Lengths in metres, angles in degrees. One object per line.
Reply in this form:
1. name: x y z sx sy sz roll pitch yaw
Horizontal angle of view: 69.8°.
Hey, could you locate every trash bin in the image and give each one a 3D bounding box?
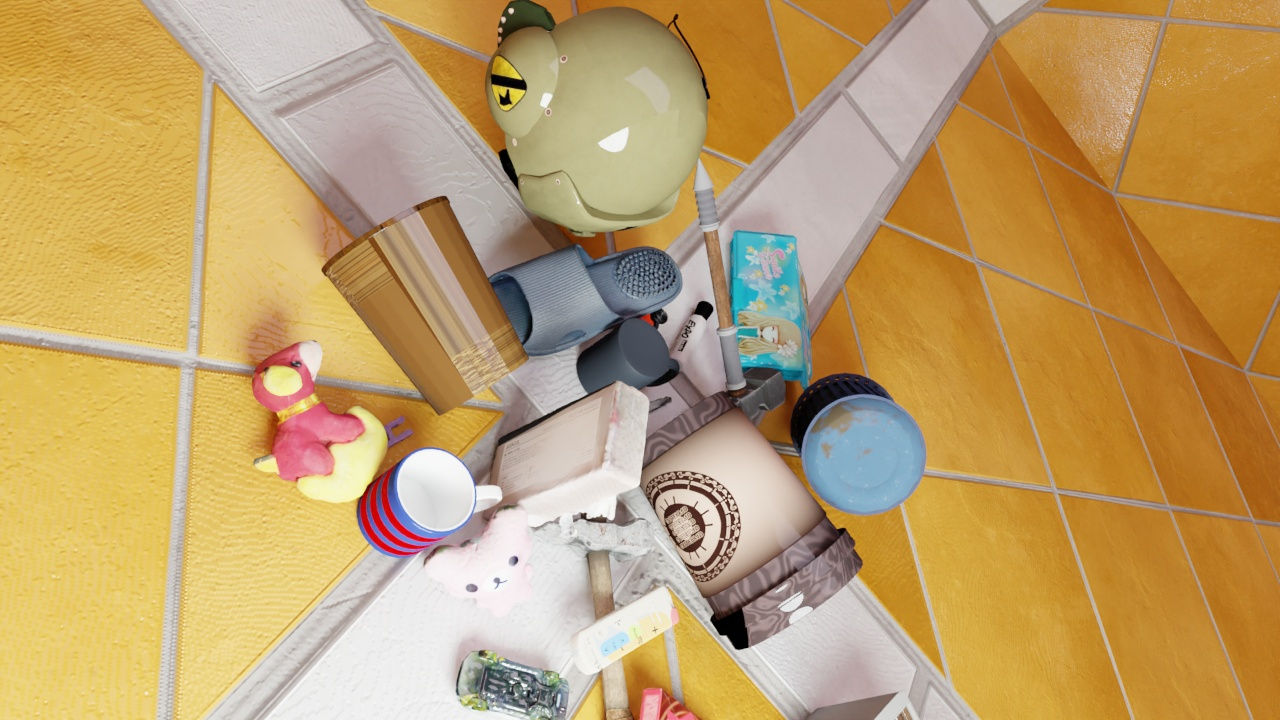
1. trash bin: 0.254 0.479 0.942 0.114 0.115 0.229 -20 80 -47
2. trash bin: 0.248 0.093 1.066 0.139 0.139 0.249 58 9 2

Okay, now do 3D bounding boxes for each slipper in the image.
1. slipper: -0.055 -0.078 0.985 0.263 0.083 0.101 -17 76 -30

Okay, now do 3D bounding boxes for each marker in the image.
1. marker: 0.064 -0.033 1.143 0.025 0.025 0.125 44 44 -14

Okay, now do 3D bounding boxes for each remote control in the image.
1. remote control: -0.013 0.247 0.848 0.125 0.018 0.038 -17 80 -42

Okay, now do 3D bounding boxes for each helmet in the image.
1. helmet: -0.049 -0.250 0.985 0.249 0.256 0.232 -13 73 -45

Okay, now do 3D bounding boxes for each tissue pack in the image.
1. tissue pack: -0.065 0.099 0.833 0.071 0.182 0.103 33 47 -35

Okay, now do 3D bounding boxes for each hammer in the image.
1. hammer: 0.094 -0.071 1.060 0.155 0.043 0.322 -29 117 -40
2. hammer: -0.026 0.296 0.854 0.121 0.049 0.318 8 62 -36

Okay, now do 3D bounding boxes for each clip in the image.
1. clip: -0.230 0.066 0.827 0.053 0.013 0.037 -11 75 -48

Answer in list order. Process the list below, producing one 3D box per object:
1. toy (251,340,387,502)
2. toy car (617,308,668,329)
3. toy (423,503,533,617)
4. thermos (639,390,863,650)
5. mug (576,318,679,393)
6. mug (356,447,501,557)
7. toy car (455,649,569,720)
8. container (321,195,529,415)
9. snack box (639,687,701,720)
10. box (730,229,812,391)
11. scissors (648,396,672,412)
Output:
1. toy: -0.274 0.058 0.762 0.105 0.067 0.137 -41 105 -40
2. toy car: -0.001 -0.071 1.087 0.048 0.051 0.100 23 53 -34
3. toy: -0.130 0.185 0.812 0.099 0.053 0.096 -31 113 -14
4. thermos: 0.100 0.160 0.963 0.172 0.173 0.226 -25 77 -47
5. mug: -0.006 0.006 1.017 0.105 0.078 0.071 17 56 -35
6. mug: -0.177 0.123 0.792 0.111 0.076 0.075 5 63 -40
7. toy car: -0.111 0.284 0.788 0.105 0.033 0.047 27 52 -23
8. container: -0.191 -0.045 0.851 0.131 0.132 0.167 -39 100 -47
9. snack box: 0.035 0.368 0.843 0.133 0.021 0.089 51 37 -41
10. box: 0.196 -0.064 1.248 0.172 0.084 0.226 25 51 -29
11. scissors: -0.025 0.057 1.016 0.090 0.014 0.171 50 46 -9
